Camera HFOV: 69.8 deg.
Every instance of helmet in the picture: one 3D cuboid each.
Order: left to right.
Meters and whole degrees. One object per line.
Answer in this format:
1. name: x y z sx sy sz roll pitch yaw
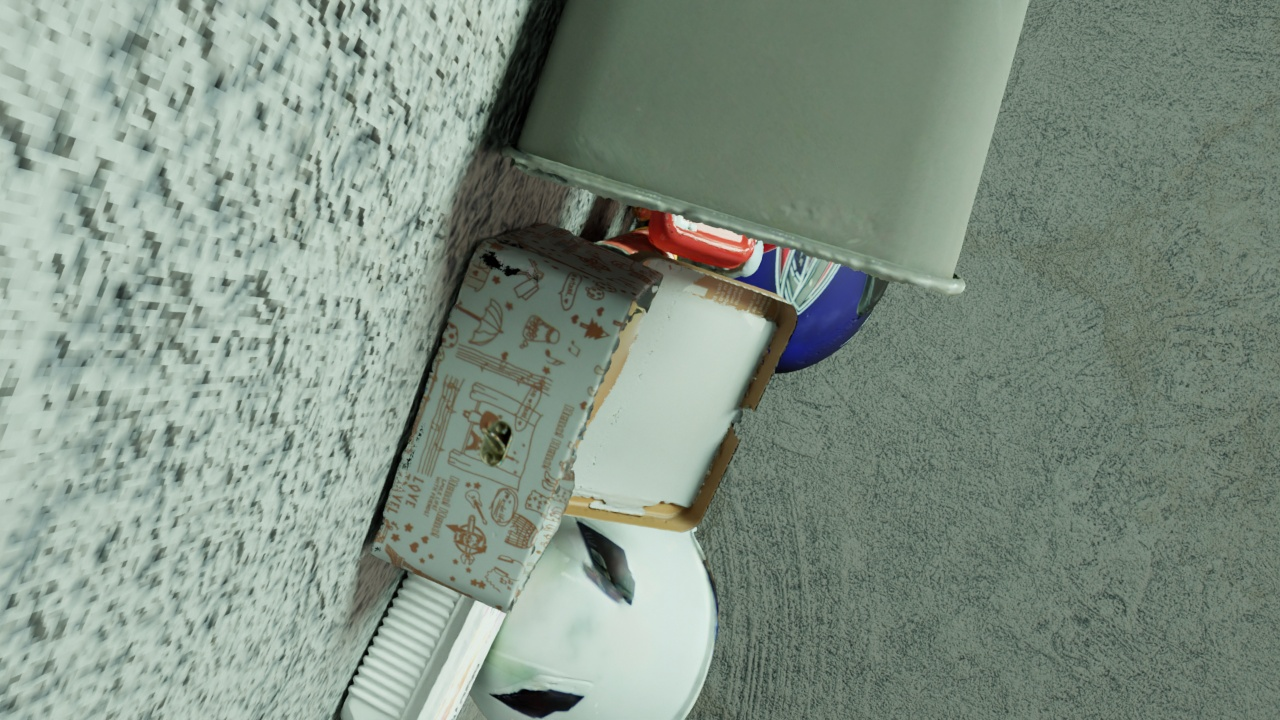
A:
1. helmet: -0.065 0.198 0.737 0.229 0.146 0.259 -64 -158 -8
2. helmet: 0.134 -0.147 0.910 0.240 0.248 0.315 40 65 -63

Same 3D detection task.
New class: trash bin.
1. trash bin: 0.070 -0.165 0.401 0.198 0.199 0.220 -57 163 -75

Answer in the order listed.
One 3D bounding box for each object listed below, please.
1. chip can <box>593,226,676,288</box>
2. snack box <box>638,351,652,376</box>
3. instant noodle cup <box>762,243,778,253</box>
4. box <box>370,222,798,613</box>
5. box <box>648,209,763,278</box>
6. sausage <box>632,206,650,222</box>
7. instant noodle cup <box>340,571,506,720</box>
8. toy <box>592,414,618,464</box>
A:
1. chip can: -0.009 -0.062 0.692 0.216 0.073 0.073 -46 160 -77
2. snack box: -0.005 0.005 0.795 0.207 0.058 0.057 -154 -94 -80
3. instant noodle cup: 0.085 -0.183 0.735 0.194 0.065 0.193 -22 -119 45
4. box: -0.026 0.025 0.532 0.271 0.130 0.179 -1 118 -57
5. box: 0.048 -0.159 0.657 0.102 0.095 0.201 -11 -113 66
6. sausage: 0.028 -0.182 0.821 0.021 0.021 0.164 107 9 -59
7. instant noodle cup: -0.129 0.176 0.595 0.138 0.060 0.173 97 16 -76
8. toy: -0.021 0.054 1.018 0.226 0.090 0.247 -40 143 -75
